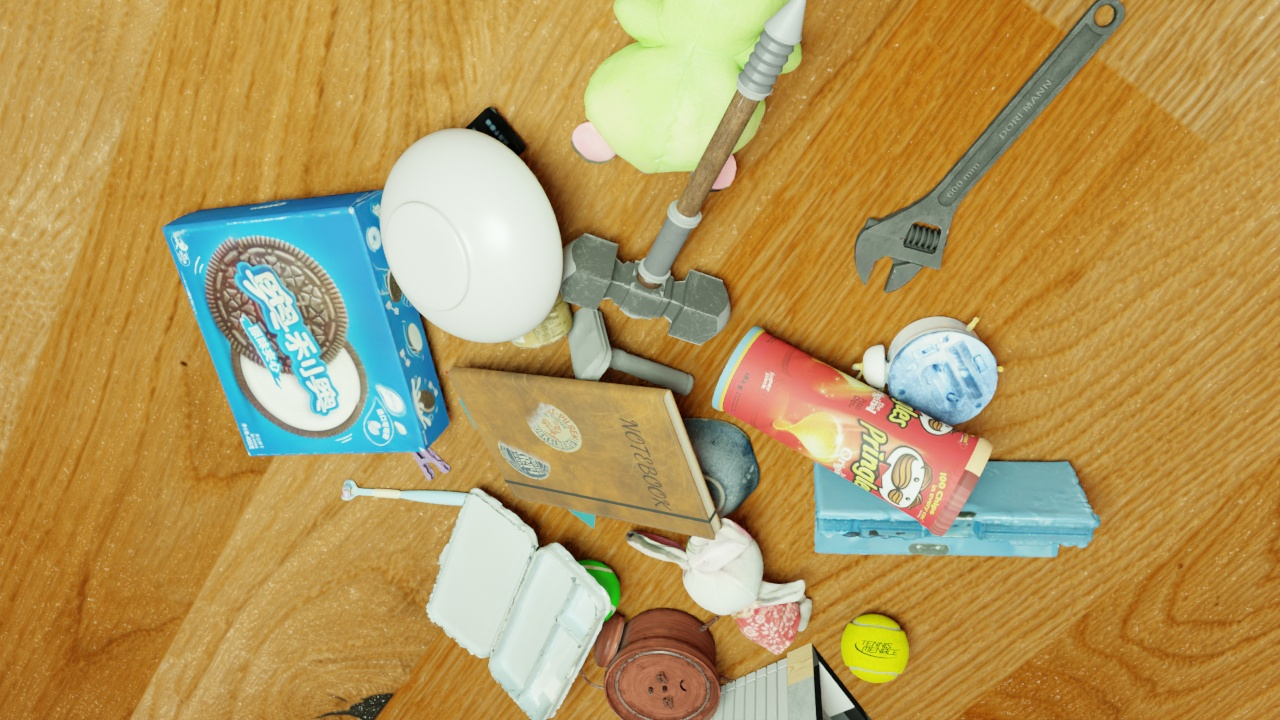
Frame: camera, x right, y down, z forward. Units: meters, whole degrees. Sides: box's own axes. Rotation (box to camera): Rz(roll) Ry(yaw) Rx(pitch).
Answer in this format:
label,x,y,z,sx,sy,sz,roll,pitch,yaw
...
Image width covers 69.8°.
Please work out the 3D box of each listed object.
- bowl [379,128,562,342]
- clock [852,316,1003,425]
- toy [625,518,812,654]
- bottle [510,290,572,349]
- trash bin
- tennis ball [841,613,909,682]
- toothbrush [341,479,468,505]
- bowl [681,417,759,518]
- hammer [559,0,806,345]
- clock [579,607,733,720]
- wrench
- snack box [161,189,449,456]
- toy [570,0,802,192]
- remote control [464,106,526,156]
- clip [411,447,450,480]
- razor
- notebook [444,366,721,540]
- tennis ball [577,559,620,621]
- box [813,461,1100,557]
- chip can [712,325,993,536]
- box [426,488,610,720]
label,x,y,z,sx,sy,sz,roll,pitch,yaw
bowl,-0.149,-0.090,0.728,0.177,0.066,0.177,17,121,29
clock,0.242,0.014,0.788,0.126,0.051,0.089,-26,110,19
toy,0.093,0.211,0.882,0.194,0.084,0.159,37,149,-20
bottle,-0.105,-0.093,0.777,0.060,0.059,0.166,-9,118,12
trash bin,0.112,0.439,0.959,0.247,0.142,0.142,-31,107,20
tennis ball,0.233,0.285,0.911,0.065,0.065,0.065,3,116,7
toothbrush,-0.230,0.137,0.936,0.155,0.022,0.016,3,158,7
bowl,0.056,0.112,0.860,0.110,0.055,0.110,4,116,7
hammer,0.046,-0.133,0.669,0.156,0.043,0.323,18,142,-10
clock,0.010,0.320,0.956,0.158,0.072,0.121,-9,114,11
wrench,0.268,-0.162,0.720,0.073,0.018,0.274,34,114,-8
snack box,-0.298,-0.026,0.836,0.196,0.056,0.239,-3,114,17
toy,0.039,-0.221,0.681,0.150,0.107,0.197,17,109,-3
remote control,-0.163,-0.153,0.785,0.151,0.022,0.047,-35,106,23
clip,-0.209,0.098,0.916,0.043,0.014,0.051,-2,117,9
razor,-0.005,0.005,0.817,0.116,0.088,0.047,20,118,-23
notebook,-0.056,0.085,0.820,0.250,0.014,0.178,5,132,34
tennis ball,-0.053,0.235,0.928,0.065,0.065,0.065,3,116,7
box,0.274,0.156,0.832,0.232,0.094,0.112,-1,119,8
chip can,0.172,0.055,0.763,0.213,0.086,0.087,29,118,17
box,-0.129,0.250,0.929,0.191,0.045,0.210,35,124,20
